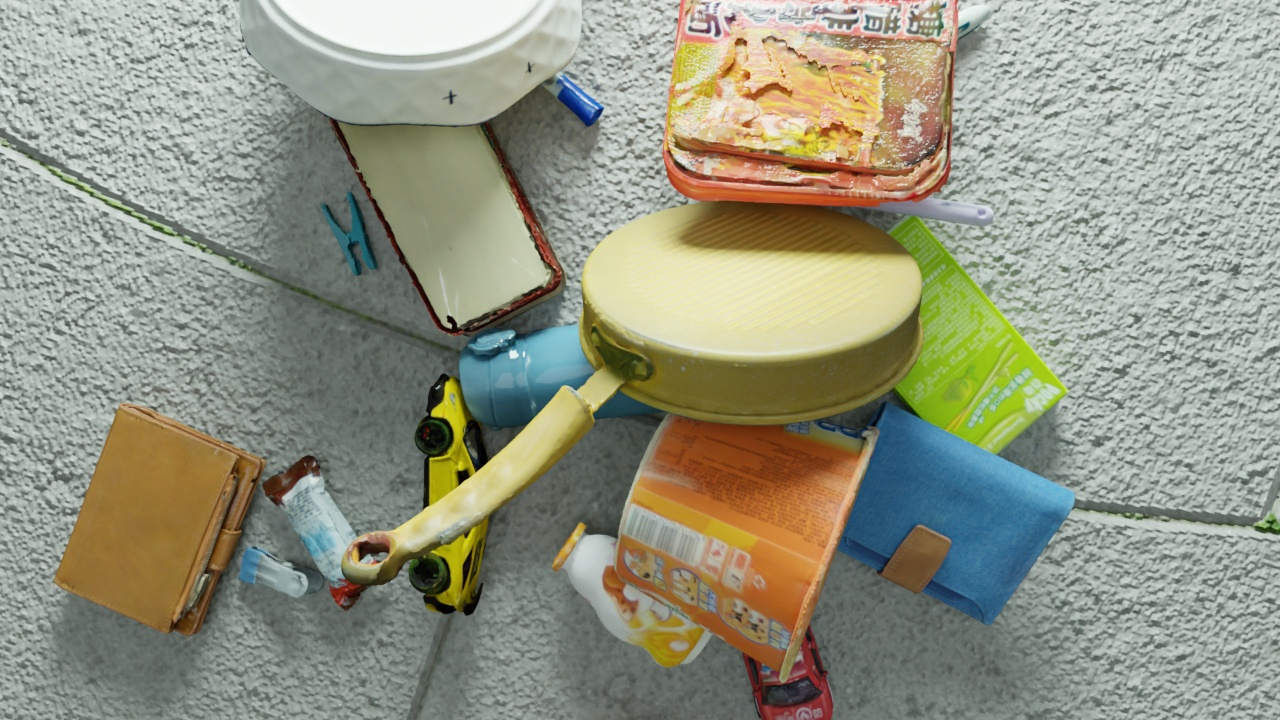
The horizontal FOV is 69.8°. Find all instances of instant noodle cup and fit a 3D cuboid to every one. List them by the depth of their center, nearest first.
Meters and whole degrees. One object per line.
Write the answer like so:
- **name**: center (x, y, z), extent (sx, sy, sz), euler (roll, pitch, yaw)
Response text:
- **instant noodle cup**: center (0.059, 0.091, 0.529), extent (0.111, 0.151, 0.151), euler (20, 92, 15)
- **instant noodle cup**: center (0.103, -0.171, 0.558), extent (0.164, 0.079, 0.188), euler (5, 75, 10)

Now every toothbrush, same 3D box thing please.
- **toothbrush**: center (0.129, -0.105, 0.590), extent (0.189, 0.021, 0.029), euler (11, 87, 11)
- **toothbrush**: center (0.146, -0.185, 0.604), extent (0.191, 0.018, 0.016), euler (-29, 90, 3)

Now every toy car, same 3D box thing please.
- **toy car**: center (-0.120, 0.086, 0.593), extent (0.041, 0.071, 0.156), euler (1, 91, 3)
- **toy car**: center (0.091, 0.190, 0.604), extent (0.053, 0.045, 0.120), euler (-18, 93, 3)

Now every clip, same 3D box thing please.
- **clip**: center (-0.195, -0.085, 0.619), extent (0.041, 0.014, 0.056), euler (-23, 91, 3)
- **clip**: center (-0.246, 0.145, 0.627), extent (0.057, 0.028, 0.024), euler (14, 89, 10)

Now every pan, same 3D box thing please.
- **pan**: center (0.000, 0.008, 0.497), extent (0.356, 0.198, 0.078), euler (-25, 129, -30)

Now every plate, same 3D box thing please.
- **plate**: center (-0.137, -0.230, 0.552), extent (0.205, 0.046, 0.204), euler (3, 63, -6)

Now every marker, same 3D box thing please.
- **marker**: center (-0.084, -0.209, 0.611), extent (0.146, 0.017, 0.017), euler (41, 92, 0)

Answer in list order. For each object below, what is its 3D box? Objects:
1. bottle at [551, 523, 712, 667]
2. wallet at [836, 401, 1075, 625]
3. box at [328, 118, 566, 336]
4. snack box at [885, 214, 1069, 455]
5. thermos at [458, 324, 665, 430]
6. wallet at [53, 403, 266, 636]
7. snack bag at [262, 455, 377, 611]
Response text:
- **bottle**: center (-0.004, 0.149, 0.595), extent (0.108, 0.063, 0.063), euler (33, 92, 0)
- **wallet**: center (0.190, 0.099, 0.588), extent (0.133, 0.040, 0.106), euler (27, 111, 4)
- **box**: center (-0.120, -0.105, 0.584), extent (0.091, 0.078, 0.168), euler (-27, 91, 3)
- **snack box**: center (0.195, -0.011, 0.603), extent (0.086, 0.026, 0.156), euler (-42, 90, 2)
- **thermos**: center (-0.003, 0.003, 0.590), extent (0.220, 0.070, 0.070), euler (-6, 91, 1)
- **wallet**: center (-0.325, 0.108, 0.620), extent (0.108, 0.031, 0.132), euler (22, 93, 4)
- **snack bag**: center (-0.212, 0.116, 0.619), extent (0.045, 0.026, 0.105), euler (-33, 89, 11)
